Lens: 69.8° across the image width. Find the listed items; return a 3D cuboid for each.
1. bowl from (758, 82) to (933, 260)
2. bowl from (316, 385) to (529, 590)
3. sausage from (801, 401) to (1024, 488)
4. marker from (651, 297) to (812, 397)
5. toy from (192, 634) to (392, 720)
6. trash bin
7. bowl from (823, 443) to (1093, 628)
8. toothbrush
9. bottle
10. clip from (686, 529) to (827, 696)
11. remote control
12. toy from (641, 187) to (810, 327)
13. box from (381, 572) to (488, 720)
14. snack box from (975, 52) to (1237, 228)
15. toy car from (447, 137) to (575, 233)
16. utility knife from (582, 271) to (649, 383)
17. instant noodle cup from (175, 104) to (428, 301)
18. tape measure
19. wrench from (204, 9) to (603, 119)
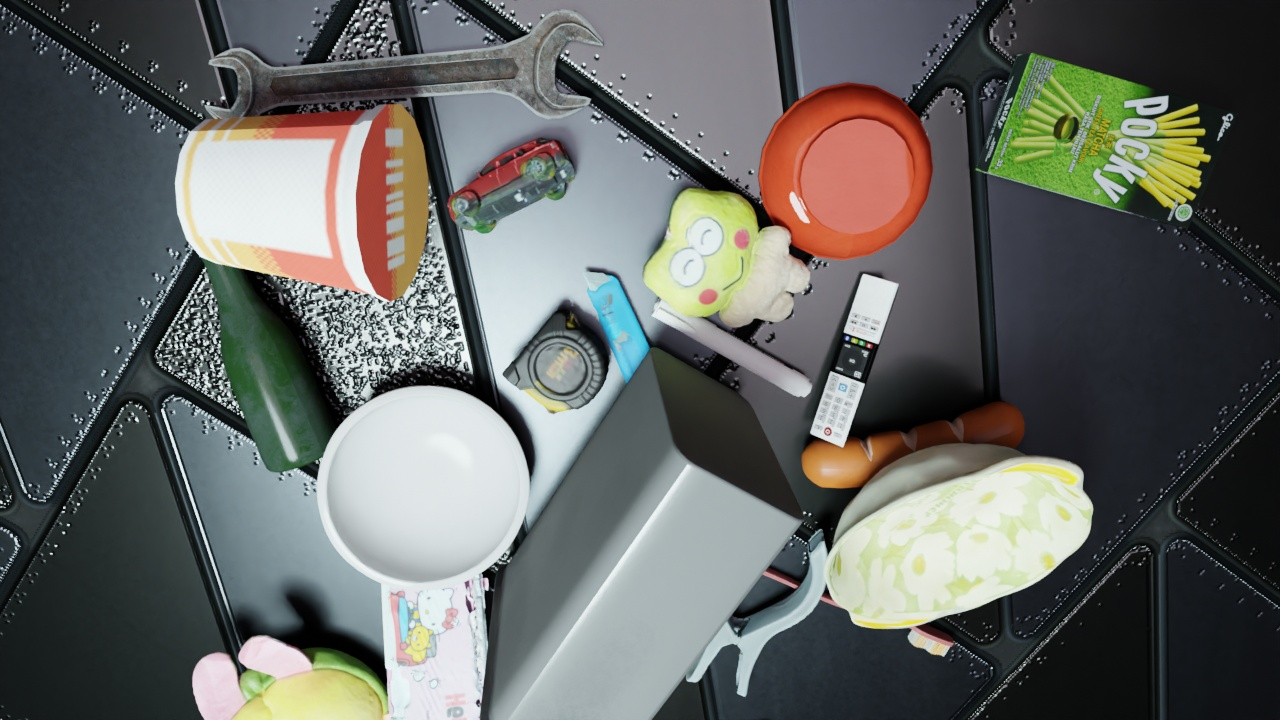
[{"bbox_3d":[0.145,-0.127,0.630,0.122,0.035,0.122,0,106,0],"label":"bowl"},{"bbox_3d":[-0.159,0.091,0.680,0.149,0.043,0.149,-1,94,-11],"label":"bowl"},{"bbox_3d":[0.203,0.066,0.684,0.164,0.039,0.044,-12,95,3],"label":"sausage"},{"bbox_3d":[0.068,-0.008,0.671,0.133,0.020,0.017,29,113,-8],"label":"marker"},{"bbox_3d":[-0.256,0.313,0.728,0.190,0.088,0.238,-34,110,-12],"label":"toy"},{"bbox_3d":[-0.008,0.128,0.614,0.097,0.191,0.220,29,106,-15],"label":"trash bin"},{"bbox_3d":[0.219,0.116,0.664,0.188,0.060,0.220,8,135,-19],"label":"bowl"},{"bbox_3d":[0.166,0.197,0.735,0.184,0.015,0.016,23,108,-6],"label":"toothbrush"},{"bbox_3d":[-0.271,-0.009,0.652,0.055,0.055,0.174,-17,104,4],"label":"bottle"},{"bbox_3d":[0.110,0.197,0.717,0.143,0.029,0.172,8,113,3],"label":"clip"},{"bbox_3d":[0.156,0.000,0.667,0.028,0.011,0.124,23,101,36],"label":"remote control"},{"bbox_3d":[0.063,-0.067,0.643,0.115,0.046,0.092,23,102,-15],"label":"toy"},{"bbox_3d":[-0.149,0.245,0.697,0.086,0.044,0.202,-6,84,-1],"label":"box"},{"bbox_3d":[0.317,-0.150,0.629,0.147,0.025,0.080,14,105,-4],"label":"snack box"},{"bbox_3d":[-0.089,-0.119,0.627,0.091,0.042,0.036,-31,75,2],"label":"toy car"},{"bbox_3d":[-0.004,0.004,0.678,0.031,0.015,0.158,-23,104,3],"label":"utility knife"},{"bbox_3d":[-0.217,-0.106,0.596,0.121,0.123,0.123,5,106,6],"label":"instant noodle cup"},{"bbox_3d":[-0.054,0.003,0.667,0.062,0.038,0.067,40,99,-2],"label":"tape measure"},{"bbox_3d":[-0.160,-0.192,0.622,0.273,0.010,0.070,-4,106,1],"label":"wrench"}]
